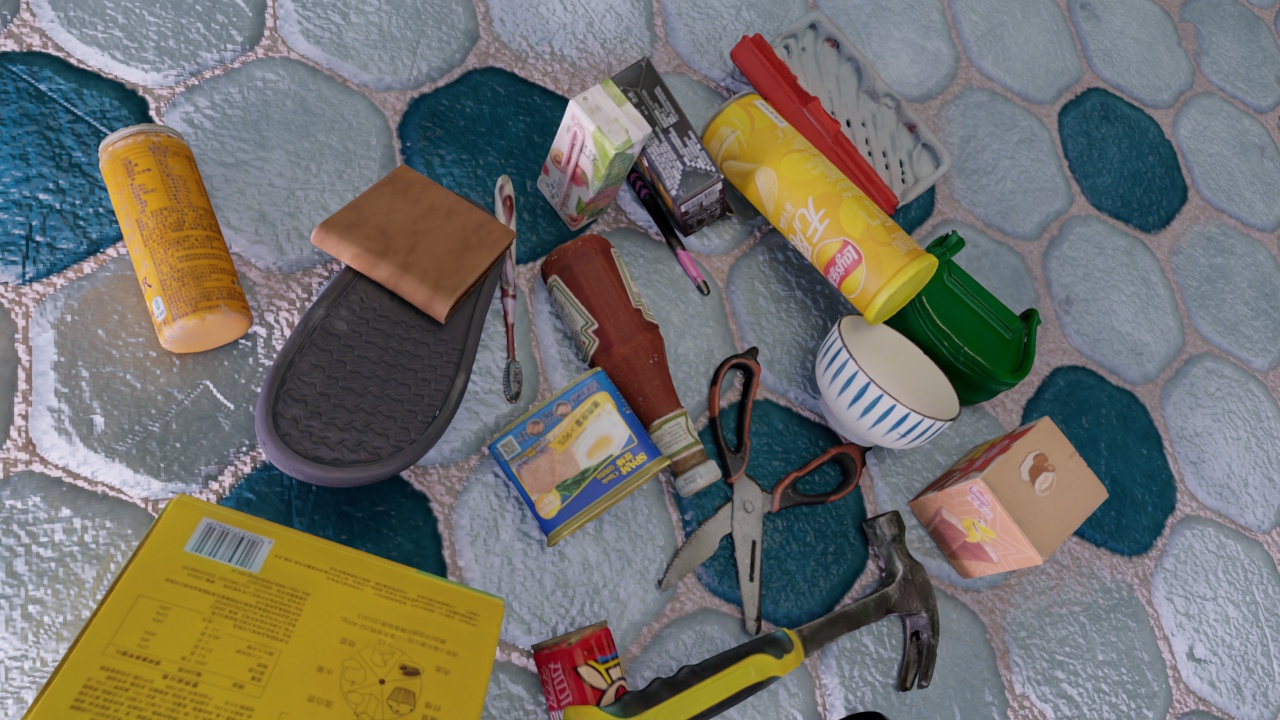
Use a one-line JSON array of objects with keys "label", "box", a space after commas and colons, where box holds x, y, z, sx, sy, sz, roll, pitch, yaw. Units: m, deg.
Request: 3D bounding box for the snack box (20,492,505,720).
[{"label": "snack box", "box": [-0.194, 0.181, 0.507, 0.210, 0.070, 0.157, 21, 35, -11]}]

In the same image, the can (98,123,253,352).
[{"label": "can", "box": [-0.308, -0.080, 0.607, 0.058, 0.058, 0.146, -19, 78, -24]}]

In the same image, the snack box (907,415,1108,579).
[{"label": "snack box", "box": [0.286, 0.109, 0.721, 0.092, 0.095, 0.077, -32, 83, -26]}]

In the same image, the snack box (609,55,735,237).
[{"label": "snack box", "box": [0.026, -0.165, 0.735, 0.053, 0.125, 0.113, -31, 81, 1]}]

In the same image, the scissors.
[{"label": "scissors", "box": [0.088, 0.093, 0.703, 0.225, 0.015, 0.189, -26, 81, -26]}]

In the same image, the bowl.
[{"label": "bowl", "box": [0.184, 0.025, 0.722, 0.116, 0.066, 0.116, 25, 33, -17]}]

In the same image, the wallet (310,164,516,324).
[{"label": "wallet", "box": [-0.150, -0.084, 0.628, 0.101, 0.020, 0.115, 32, 39, -2]}]

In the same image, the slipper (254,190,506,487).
[{"label": "slipper", "box": [-0.166, -0.012, 0.627, 0.110, 0.084, 0.267, 26, 46, -10]}]

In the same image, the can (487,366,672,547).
[{"label": "can", "box": [-0.043, 0.065, 0.633, 0.102, 0.057, 0.083, -34, 81, -3]}]

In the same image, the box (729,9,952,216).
[{"label": "box", "box": [0.175, -0.217, 0.824, 0.154, 0.074, 0.201, -34, 83, -40]}]

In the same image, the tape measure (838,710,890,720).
[{"label": "tape measure", "box": [0.155, 0.275, 0.635, 0.039, 0.057, 0.058, -4, 80, -19]}]

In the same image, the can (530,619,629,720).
[{"label": "can", "box": [-0.026, 0.239, 0.587, 0.053, 0.053, 0.132, -13, 75, -23]}]

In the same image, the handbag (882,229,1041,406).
[{"label": "handbag", "box": [0.278, -0.036, 0.787, 0.131, 0.068, 0.120, 40, 62, -2]}]

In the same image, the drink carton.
[{"label": "drink carton", "box": [-0.039, -0.151, 0.690, 0.045, 0.123, 0.053, -37, 86, -25]}]

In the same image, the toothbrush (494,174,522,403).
[{"label": "toothbrush", "box": [-0.099, -0.059, 0.694, 0.016, 0.017, 0.187, 2, 71, -19]}]

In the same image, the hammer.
[{"label": "hammer", "box": [0.091, 0.203, 0.622, 0.322, 0.032, 0.126, -12, 76, -35]}]

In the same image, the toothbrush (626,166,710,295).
[{"label": "toothbrush", "box": [0.007, -0.134, 0.760, 0.014, 0.018, 0.189, -30, 84, -16]}]

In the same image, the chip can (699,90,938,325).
[{"label": "chip can", "box": [0.140, -0.126, 0.743, 0.071, 0.072, 0.213, -31, 69, -26]}]

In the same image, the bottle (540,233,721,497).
[{"label": "bottle", "box": [-0.004, 0.004, 0.679, 0.059, 0.060, 0.206, -25, 79, -25]}]
